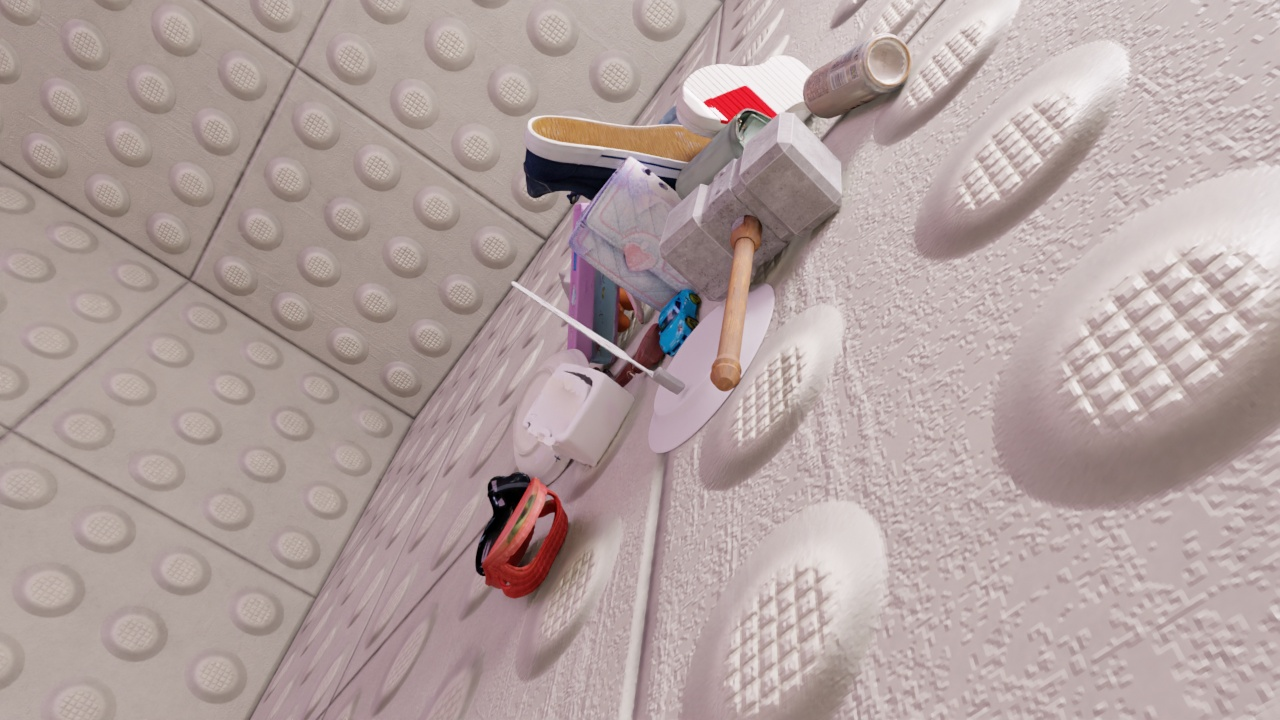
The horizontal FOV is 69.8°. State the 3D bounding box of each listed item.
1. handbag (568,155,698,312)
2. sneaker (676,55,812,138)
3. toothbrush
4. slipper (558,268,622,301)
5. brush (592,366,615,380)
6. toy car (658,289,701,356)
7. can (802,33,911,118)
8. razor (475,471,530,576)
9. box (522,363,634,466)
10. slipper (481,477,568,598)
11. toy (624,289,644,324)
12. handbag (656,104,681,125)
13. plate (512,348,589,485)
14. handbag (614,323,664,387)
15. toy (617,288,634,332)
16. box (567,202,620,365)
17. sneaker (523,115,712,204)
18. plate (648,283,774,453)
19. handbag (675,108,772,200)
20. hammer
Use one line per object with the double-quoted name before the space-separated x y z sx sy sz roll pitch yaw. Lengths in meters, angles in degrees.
"handbag" 0.011 -0.140 1.054 0.127 0.158 0.069 -45 13 37
"sneaker" 0.112 -0.269 1.032 0.235 0.090 0.105 -31 -17 -45
"toothbrush" -0.034 -0.021 0.797 0.010 0.181 0.010 -42 24 36
"slipper" -0.071 -0.108 1.452 0.113 0.081 0.266 -13 13 -12
"brush" -0.052 0.027 1.189 0.039 0.012 0.151 -56 13 3
"toy car" 0.040 -0.045 1.000 0.048 0.032 0.105 -48 17 28
"can" 0.211 -0.278 0.903 0.054 0.054 0.136 -57 13 -5
"razor" -0.169 0.192 1.095 0.053 0.063 0.140 -46 15 38
"box" -0.084 0.051 1.023 0.107 0.091 0.102 12 66 57
"slipper" -0.112 0.188 0.925 0.103 0.059 0.249 -61 -1 -24
"toy" 0.024 -0.146 1.145 0.206 0.105 0.130 -39 24 55
"handbag" 0.073 -0.301 1.314 0.192 0.121 0.118 -25 32 57
"plate" -0.121 0.068 1.163 0.183 0.034 0.182 -40 40 45
"handbag" -0.006 0.006 1.064 0.120 0.029 0.055 -48 12 51
"toy" -0.053 -0.053 1.312 0.094 0.065 0.128 -57 3 -34
"box" -0.066 -0.101 1.220 0.078 0.065 0.214 -164 75 -64
"sneaker" -0.002 -0.219 1.117 0.120 0.294 0.127 -110 26 -47
"plate" 0.057 0.002 0.859 0.189 0.016 0.188 -51 14 18
"handbag" 0.109 -0.189 0.944 0.122 0.106 0.067 -32 24 58
"hammer" 0.084 -0.073 0.763 0.163 0.083 0.316 -39 20 31
